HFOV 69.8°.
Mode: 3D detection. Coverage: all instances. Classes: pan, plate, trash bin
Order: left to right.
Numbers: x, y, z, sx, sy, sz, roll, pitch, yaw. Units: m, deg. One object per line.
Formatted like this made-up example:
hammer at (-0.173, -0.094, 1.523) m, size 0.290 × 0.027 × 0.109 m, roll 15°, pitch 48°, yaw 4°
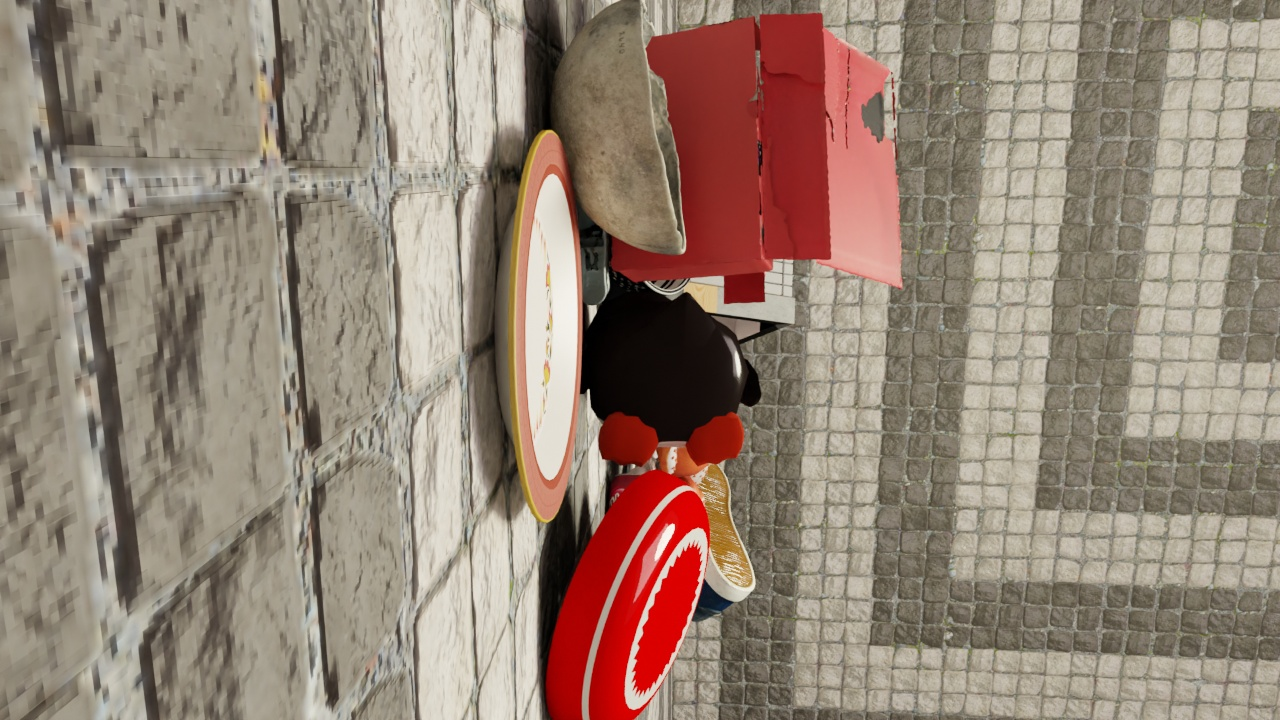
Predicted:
plate at (-0.060, -0.019, 0.549) m, size 0.229 × 0.021 × 0.230 m, roll 3°, pitch 88°, yaw -86°
pan at (0.012, 0.215, 0.788) m, size 0.208 × 0.067 × 0.356 m, roll -67°, pitch 158°, yaw -13°
trash bin at (0.090, -0.160, 1.096) m, size 0.143 × 0.142 × 0.246 m, roll 156°, pitch -61°, yaw -69°

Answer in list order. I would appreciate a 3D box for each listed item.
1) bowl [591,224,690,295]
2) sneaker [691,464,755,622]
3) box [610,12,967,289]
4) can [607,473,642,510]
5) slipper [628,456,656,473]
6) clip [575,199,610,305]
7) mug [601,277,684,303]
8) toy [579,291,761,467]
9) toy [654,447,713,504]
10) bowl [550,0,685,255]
bowl at (-0.006, -0.118, 0.875) m, size 0.120 × 0.066 × 0.120 m, roll 11°, pitch 76°, yaw -51°
sneaker at (0.063, 0.224, 1.228) m, size 0.127 × 0.120 × 0.294 m, roll -47°, pitch -148°, yaw 25°
box at (0.131, -0.174, 0.775) m, size 0.121 × 0.318 × 0.211 m, roll 105°, pitch -15°, yaw -80°
can at (-0.006, 0.188, 1.036) m, size 0.063 × 0.063 × 0.114 m, roll 75°, pitch 17°, yaw -74°
slipper at (0.003, 0.207, 1.171) m, size 0.239 × 0.064 × 0.094 m, roll -111°, pitch -158°, yaw -64°
clip at (-0.042, -0.134, 0.743) m, size 0.159 × 0.030 × 0.173 m, roll 44°, pitch 45°, yaw -82°
mug at (-0.005, -0.074, 0.972) m, size 0.122 × 0.085 × 0.094 m, roll 143°, pitch -45°, yaw -58°
toy at (0.011, -0.011, 0.784) m, size 0.184 × 0.159 × 0.140 m, roll -123°, pitch -144°, yaw -67°
toy at (0.064, 0.098, 1.088) m, size 0.173 × 0.093 × 0.163 m, roll 80°, pitch 28°, yaw -64°
bowl at (-0.019, -0.156, 0.644) m, size 0.178 × 0.081 × 0.178 m, roll -10°, pitch 89°, yaw -83°
